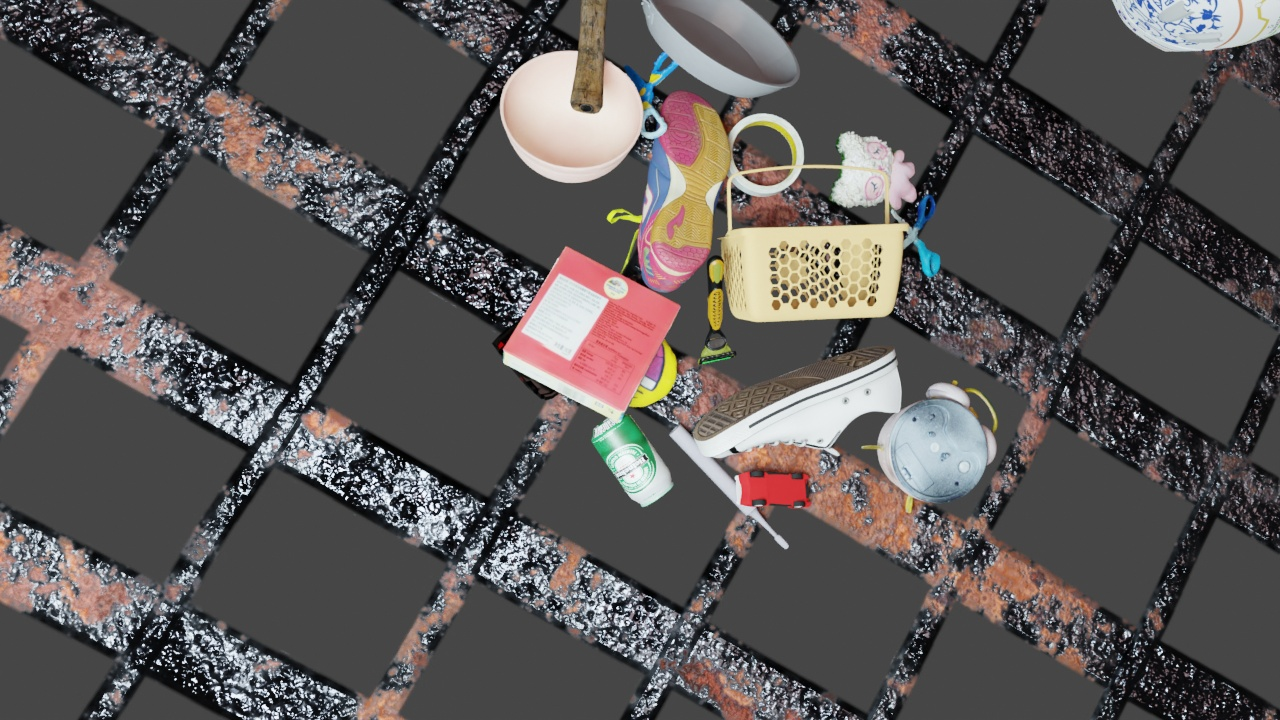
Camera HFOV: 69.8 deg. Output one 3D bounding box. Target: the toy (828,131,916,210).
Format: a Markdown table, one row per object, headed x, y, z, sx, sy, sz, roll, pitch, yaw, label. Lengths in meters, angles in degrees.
| x | y | z | sx | sy | sz | roll | pitch | yaw | label |
| --- | --- | --- | --- | --- | --- | --- | --- | --- | --- |
| 0.279 | -0.219 | 1.077 | 0.109 | 0.041 | 0.095 | 9 | 84 | -13 | toy |

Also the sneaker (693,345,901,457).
| x | y | z | sx | sy | sz | roll | pitch | yaw | label |
| --- | --- | --- | --- | --- | --- | --- | --- | --- | --- |
| 0.182 | 0.069 | 1.029 | 0.245 | 0.091 | 0.097 | -22 | 103 | -11 | sneaker |

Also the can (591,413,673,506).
| x | y | z | sx | sy | sz | roll | pitch | yaw | label |
| --- | --- | --- | --- | --- | --- | --- | --- | --- | --- |
| -0.010 | 0.107 | 1.010 | 0.053 | 0.053 | 0.101 | -35 | 91 | -8 | can |

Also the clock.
| x | y | z | sx | sy | sz | roll | pitch | yaw | label |
| --- | --- | --- | --- | --- | --- | --- | --- | --- | --- |
| 0.345 | 0.092 | 1.057 | 0.158 | 0.059 | 0.117 | -36 | 93 | -8 | clock |

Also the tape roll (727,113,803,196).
| x | y | z | sx | sy | sz | roll | pitch | yaw | label |
| --- | --- | --- | --- | --- | --- | --- | --- | --- | --- |
| 0.142 | -0.239 | 1.068 | 0.094 | 0.019 | 0.094 | 0 | 87 | -8 | tape roll |

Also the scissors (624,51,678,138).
| x | y | z | sx | sy | sz | roll | pitch | yaw | label |
| --- | --- | --- | --- | --- | --- | --- | --- | --- | --- |
| 0.008 | -0.295 | 1.022 | 0.126 | 0.013 | 0.130 | -36 | 51 | 29 | scissors |

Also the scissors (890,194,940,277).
| x | y | z | sx | sy | sz | roll | pitch | yaw | label |
| --- | --- | --- | --- | --- | --- | --- | --- | --- | --- |
| 0.318 | -0.154 | 1.062 | 0.129 | 0.014 | 0.118 | 26 | 70 | -42 | scissors |

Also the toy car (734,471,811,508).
| x | y | z | sx | sy | sz | roll | pitch | yaw | label |
| --- | --- | --- | --- | --- | --- | --- | --- | --- | --- |
| 0.151 | 0.147 | 1.037 | 0.089 | 0.025 | 0.038 | 7 | 72 | -28 | toy car |

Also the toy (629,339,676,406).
| x | y | z | sx | sy | sz | roll | pitch | yaw | label |
| --- | --- | --- | --- | --- | --- | --- | --- | --- | --- |
| -0.006 | 0.006 | 1.023 | 0.095 | 0.041 | 0.094 | 41 | 77 | 1 | toy |

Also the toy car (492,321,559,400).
| x | y | z | sx | sy | sz | roll | pitch | yaw | label |
| --- | --- | --- | --- | --- | --- | --- | --- | --- | --- |
| -0.120 | 0.003 | 1.009 | 0.042 | 0.036 | 0.091 | -41 | 88 | -10 | toy car |

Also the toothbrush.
| x | y | z | sx | sy | sz | roll | pitch | yaw | label |
| --- | --- | --- | --- | --- | --- | --- | --- | --- | --- |
| 0.103 | 0.145 | 1.041 | 0.018 | 0.019 | 0.188 | -43 | 93 | 5 | toothbrush |

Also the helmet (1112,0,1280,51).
| x | y | z | sx | sy | sz | roll | pitch | yaw | label |
| --- | --- | --- | --- | --- | --- | --- | --- | --- | --- |
| 0.657 | -0.466 | 1.006 | 0.236 | 0.314 | 0.231 | -38 | 89 | 3 | helmet |

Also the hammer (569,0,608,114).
| x | y | z | sx | sy | sz | roll | pitch | yaw | label |
| --- | --- | --- | --- | --- | --- | --- | --- | --- | --- |
| -0.040 | -0.416 | 1.006 | 0.120 | 0.033 | 0.329 | 5 | 71 | -8 | hammer |

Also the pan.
| x | y | z | sx | sy | sz | roll | pitch | yaw | label |
| --- | --- | --- | --- | --- | --- | --- | --- | --- | --- |
| 0.021 | -0.368 | 0.961 | 0.356 | 0.051 | 0.200 | 7 | 48 | -33 | pan |

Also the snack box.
| x | y | z | sx | sy | sz | roll | pitch | yaw | label |
| --- | --- | --- | --- | --- | --- | --- | --- | --- | --- |
| -0.051 | -0.029 | 0.983 | 0.142 | 0.040 | 0.144 | 27 | 67 | 3 | snack box |

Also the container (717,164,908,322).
| x | y | z | sx | sy | sz | roll | pitch | yaw | label |
| --- | --- | --- | --- | --- | --- | --- | --- | --- | --- |
| 0.185 | -0.130 | 1.011 | 0.183 | 0.129 | 0.167 | -3 | 96 | -8 | container |

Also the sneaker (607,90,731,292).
| x | y | z | sx | sy | sz | roll | pitch | yaw | label |
| --- | --- | --- | --- | --- | --- | --- | --- | --- | --- |
| 0.033 | -0.190 | 1.028 | 0.116 | 0.091 | 0.241 | 13 | 66 | -12 | sneaker |

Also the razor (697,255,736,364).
| x | y | z | sx | sy | sz | roll | pitch | yaw | label |
| --- | --- | --- | --- | --- | --- | --- | --- | --- | --- |
| 0.083 | -0.054 | 1.009 | 0.044 | 0.021 | 0.144 | -11 | 132 | -8 | razor |

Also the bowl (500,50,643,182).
| x | y | z | sx | sy | sz | roll | pitch | yaw | label |
| --- | --- | --- | --- | --- | --- | --- | --- | --- | --- |
| -0.076 | -0.254 | 1.003 | 0.153 | 0.076 | 0.152 | 2 | 70 | -5 | bowl |
